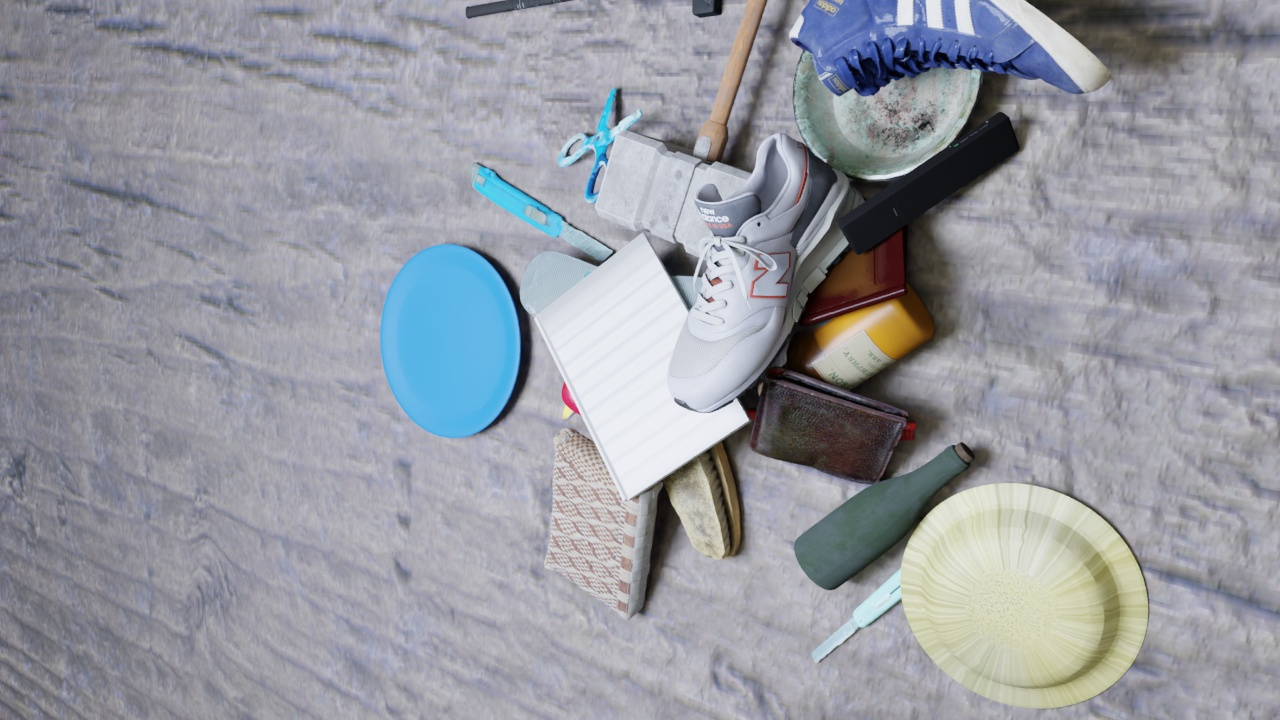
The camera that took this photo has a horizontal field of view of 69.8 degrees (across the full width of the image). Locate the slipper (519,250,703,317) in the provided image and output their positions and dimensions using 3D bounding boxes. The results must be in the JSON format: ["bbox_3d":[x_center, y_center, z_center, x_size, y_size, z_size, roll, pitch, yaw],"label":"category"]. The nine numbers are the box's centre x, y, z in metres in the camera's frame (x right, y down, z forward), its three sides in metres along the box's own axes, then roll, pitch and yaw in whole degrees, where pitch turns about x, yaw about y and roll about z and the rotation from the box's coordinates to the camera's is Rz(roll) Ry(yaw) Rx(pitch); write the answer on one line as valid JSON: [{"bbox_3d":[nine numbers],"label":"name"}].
[{"bbox_3d":[-0.003,-0.041,0.897,0.269,0.054,0.098,15,86,29],"label":"slipper"}]

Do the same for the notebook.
[{"bbox_3d":[-0.005,0.005,0.856,0.143,0.009,0.209,-36,68,20],"label":"notebook"}]

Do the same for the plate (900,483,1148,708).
[{"bbox_3d":[0.296,0.192,0.726,0.185,0.036,0.184,3,97,28],"label":"plate"}]

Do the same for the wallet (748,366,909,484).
[{"bbox_3d":[0.157,0.057,0.780,0.120,0.031,0.100,18,141,11],"label":"wallet"}]

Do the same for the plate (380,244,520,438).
[{"bbox_3d":[-0.219,-0.022,1.070,0.225,0.024,0.224,3,95,33],"label":"plate"}]

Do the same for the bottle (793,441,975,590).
[{"bbox_3d":[0.210,0.127,0.779,0.175,0.055,0.055,-45,70,26],"label":"bottle"}]

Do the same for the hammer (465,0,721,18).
[{"bbox_3d":[-0.060,-0.386,0.944,0.326,0.015,0.095,6,97,34],"label":"hammer"}]

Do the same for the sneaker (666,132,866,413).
[{"bbox_3d":[0.079,-0.082,0.737,0.239,0.124,0.089,-52,38,-11],"label":"sneaker"}]

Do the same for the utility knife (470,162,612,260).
[{"bbox_3d":[-0.113,-0.161,0.997,0.222,0.015,0.031,32,115,26],"label":"utility knife"}]

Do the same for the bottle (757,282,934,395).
[{"bbox_3d":[0.168,-0.007,0.788,0.157,0.067,0.068,-38,73,30],"label":"bottle"}]

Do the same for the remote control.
[{"bbox_3d":[0.228,-0.140,0.728,0.150,0.034,0.013,-34,39,9],"label":"remote control"}]

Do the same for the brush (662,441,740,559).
[{"bbox_3d":[0.050,0.099,0.882,0.059,0.043,0.195,-18,91,36],"label":"brush"}]

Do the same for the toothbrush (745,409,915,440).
[{"bbox_3d":[0.146,0.058,0.841,0.213,0.012,0.018,3,95,33],"label":"toothbrush"}]

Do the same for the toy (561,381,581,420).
[{"bbox_3d":[-0.039,0.036,0.935,0.106,0.067,0.137,-31,70,27],"label":"toy"}]

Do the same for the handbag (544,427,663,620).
[{"bbox_3d":[-0.040,0.163,0.931,0.124,0.046,0.186,29,129,29],"label":"handbag"}]

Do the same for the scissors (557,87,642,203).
[{"bbox_3d":[-0.044,-0.210,0.916,0.134,0.011,0.139,-21,54,43],"label":"scissors"}]

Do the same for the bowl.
[{"bbox_3d":[0.207,-0.227,0.763,0.158,0.038,0.157,3,95,33],"label":"bowl"}]

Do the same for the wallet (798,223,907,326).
[{"bbox_3d":[0.177,-0.084,0.763,0.092,0.018,0.115,-18,42,33],"label":"wallet"}]

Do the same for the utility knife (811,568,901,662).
[{"bbox_3d":[0.207,0.219,0.814,0.022,0.015,0.166,46,119,15],"label":"utility knife"}]

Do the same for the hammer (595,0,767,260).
[{"bbox_3d":[0.083,-0.256,0.817,0.163,0.082,0.318,27,108,29],"label":"hammer"}]

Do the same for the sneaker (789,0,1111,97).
[{"bbox_3d":[0.209,-0.227,0.681,0.233,0.091,0.119,47,112,22],"label":"sneaker"}]
